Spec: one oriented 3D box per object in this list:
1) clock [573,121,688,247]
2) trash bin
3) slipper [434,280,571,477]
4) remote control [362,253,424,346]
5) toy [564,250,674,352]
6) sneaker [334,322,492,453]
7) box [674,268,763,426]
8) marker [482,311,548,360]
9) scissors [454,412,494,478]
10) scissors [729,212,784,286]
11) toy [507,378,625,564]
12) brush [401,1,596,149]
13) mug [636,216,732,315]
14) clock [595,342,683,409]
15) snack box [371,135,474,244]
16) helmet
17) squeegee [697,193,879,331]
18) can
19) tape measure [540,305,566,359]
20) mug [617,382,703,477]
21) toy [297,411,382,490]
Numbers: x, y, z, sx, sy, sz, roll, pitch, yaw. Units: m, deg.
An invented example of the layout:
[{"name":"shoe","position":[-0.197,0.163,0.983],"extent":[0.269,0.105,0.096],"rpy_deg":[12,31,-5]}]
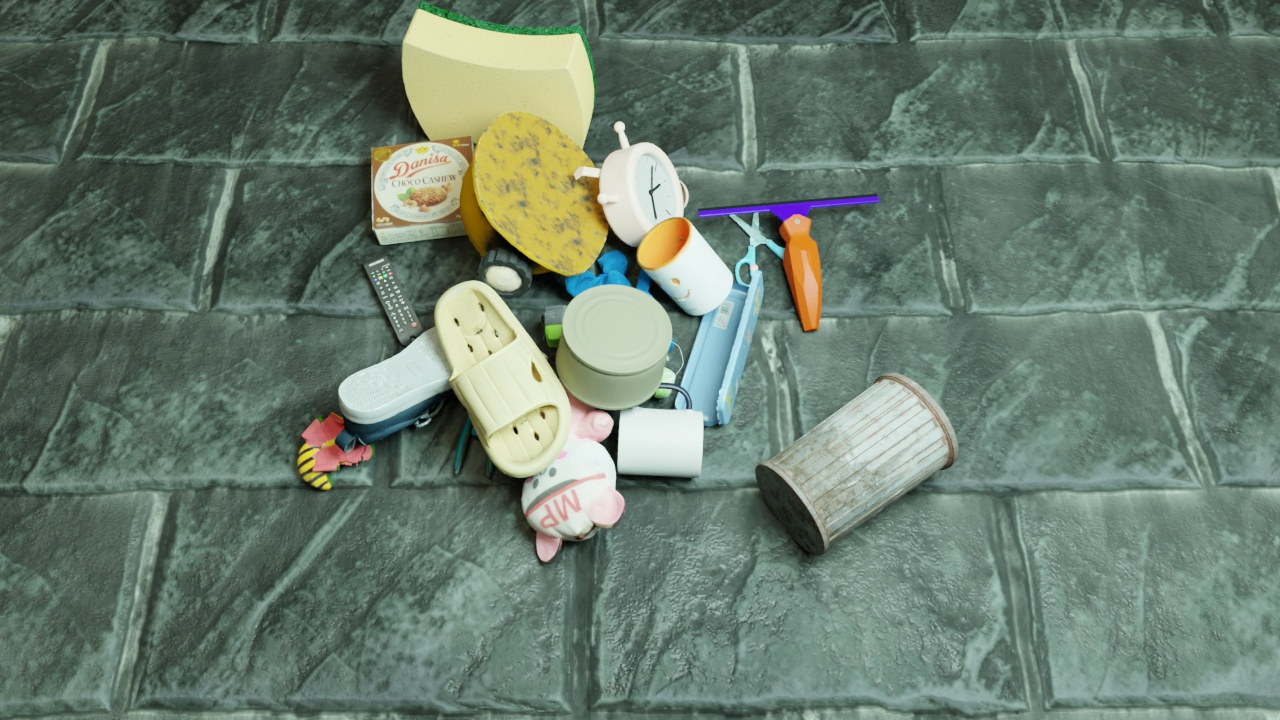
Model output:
[{"name":"clock","position":[-0.004,-0.215,1.220],"extent":[0.086,0.160,0.130],"rpy_deg":[-14,55,40]},{"name":"trash bin","position":[0.253,0.114,1.056],"extent":[0.211,0.131,0.131],"rpy_deg":[-32,68,-14]},{"name":"slipper","position":[-0.166,0.006,1.044],"extent":[0.111,0.079,0.261],"rpy_deg":[-30,66,-3]},{"name":"remote control","position":[-0.327,-0.083,1.212],"extent":[0.033,0.015,0.146],"rpy_deg":[-26,66,-13]},{"name":"toy","position":[-0.024,-0.076,1.186],"extent":[0.112,0.071,0.176],"rpy_deg":[-26,66,-25]},{"name":"sneaker","position":[-0.269,0.032,1.120],"extent":[0.089,0.088,0.234],"rpy_deg":[36,46,24]},{"name":"box","position":[0.105,-0.023,1.153],"extent":[0.072,0.079,0.209],"rpy_deg":[17,64,4]},{"name":"marker","position":[-0.181,-0.038,1.190],"extent":[0.145,0.017,0.017],"rpy_deg":[33,67,15]},{"name":"scissors","position":[-0.200,0.078,1.131],"extent":[0.149,0.019,0.131],"rpy_deg":[-37,70,-16]},{"name":"scissors","position":[0.175,-0.157,1.257],"extent":[0.120,0.015,0.138],"rpy_deg":[4,69,1]},{"name":"toy","position":[-0.086,0.117,1.071],"extent":[0.142,0.084,0.213],"rpy_deg":[-27,58,18]},{"name":"brush","position":[-0.191,-0.374,1.260],"extent":[0.250,0.195,0.075],"rpy_deg":[10,63,5]},{"name":"mug","position":[0.058,-0.119,1.169],"extent":[0.082,0.105,0.082],"rpy_deg":[-24,45,26]},{"name":"clock","position":[-0.007,0.007,1.135],"extent":[0.119,0.042,0.094],"rpy_deg":[-12,95,5]},{"name":"snack box","position":[-0.298,-0.238,1.276],"extent":[0.143,0.041,0.146],"rpy_deg":[-7,64,-4]},{"name":"helmet","position":[-0.158,-0.189,1.194],"extent":[0.205,0.132,0.254],"rpy_deg":[33,43,-27]},{"name":"squeegee","position":[0.212,-0.129,1.212],"extent":[0.249,0.055,0.184],"rpy_deg":[-6,79,-6]},{"name":"can","position":[-0.031,-0.016,1.048],"extent":[0.127,0.073,0.127],"rpy_deg":[5,54,-7]},{"name":"tape measure","position":[-0.108,-0.039,1.166],"extent":[0.036,0.066,0.058],"rpy_deg":[-5,56,6]},{"name":"mug","position":[0.024,0.081,1.087],"extent":[0.097,0.078,0.112],"rpy_deg":[3,98,1]},{"name":"toy","position":[-0.367,0.105,1.104],"extent":[0.084,0.046,0.103],"rpy_deg":[42,74,4]}]
